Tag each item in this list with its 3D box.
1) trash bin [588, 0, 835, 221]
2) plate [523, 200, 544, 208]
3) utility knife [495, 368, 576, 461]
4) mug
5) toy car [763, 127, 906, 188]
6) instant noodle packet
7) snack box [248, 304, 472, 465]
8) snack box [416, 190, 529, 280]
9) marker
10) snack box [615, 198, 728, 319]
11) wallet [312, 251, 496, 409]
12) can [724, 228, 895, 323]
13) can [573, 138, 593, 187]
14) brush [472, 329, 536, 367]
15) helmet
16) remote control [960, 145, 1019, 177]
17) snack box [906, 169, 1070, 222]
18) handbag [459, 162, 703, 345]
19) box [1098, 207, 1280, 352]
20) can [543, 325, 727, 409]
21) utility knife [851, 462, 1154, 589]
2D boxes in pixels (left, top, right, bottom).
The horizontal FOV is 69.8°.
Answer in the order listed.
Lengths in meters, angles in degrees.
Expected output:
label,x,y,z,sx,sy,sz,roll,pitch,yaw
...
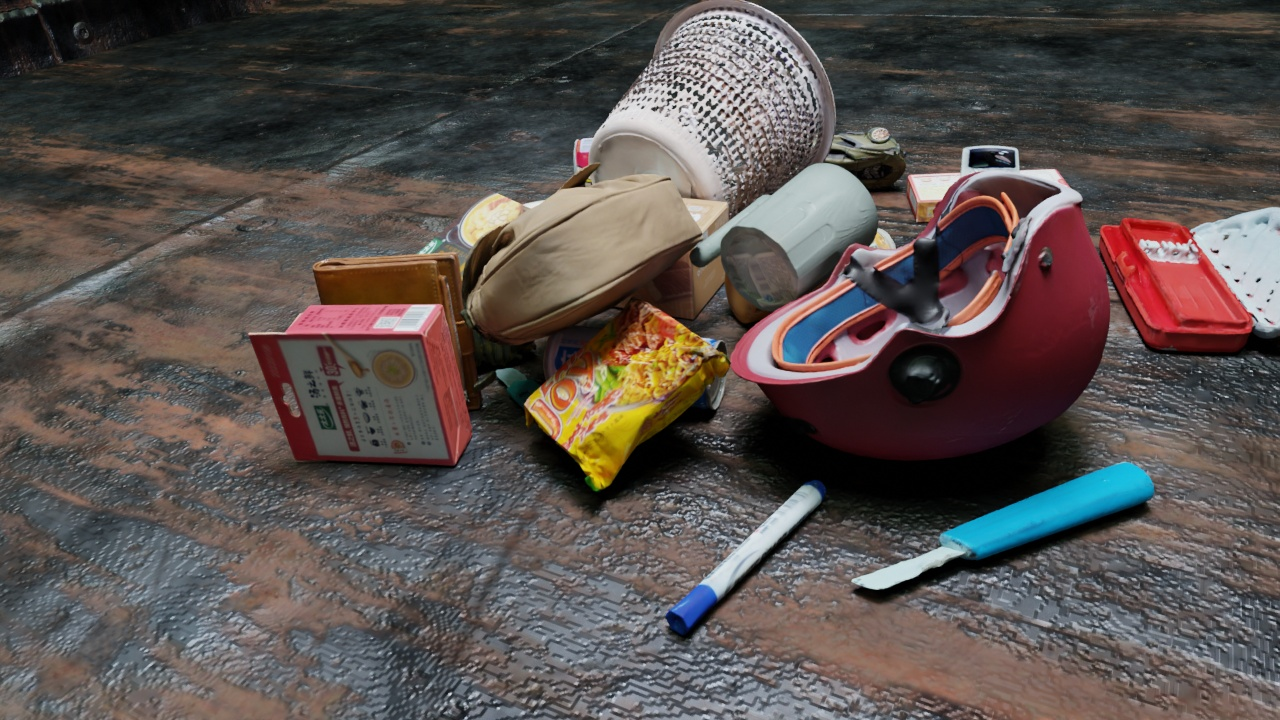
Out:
label,x,y,z,sx,sy,sz,roll,pitch,yaw
trash bin,0.059,-0.225,0.948,0.228,0.228,0.191,17,50,32
plate,-0.098,-0.134,0.969,0.163,0.034,0.164,-20,35,-23
utility knife,-0.067,0.042,0.693,0.029,0.013,0.178,-26,36,-24
mug,0.112,-0.100,0.746,0.103,0.084,0.124,-39,32,-29
toy car,0.216,-0.222,1.030,0.158,0.070,0.042,3,57,11
instant noodle packet,-0.016,0.019,0.636,0.128,0.044,0.111,-44,42,-6
snack box,-0.195,0.018,0.656,0.127,0.113,0.044,1,33,10
snack box,-0.151,-0.100,0.879,0.126,0.053,0.113,28,64,35
marker,0.067,0.114,0.550,0.017,0.017,0.145,21,40,37
snack box,0.023,-0.098,0.848,0.094,0.077,0.092,10,35,23
wallet,-0.174,-0.015,0.691,0.119,0.131,0.035,-4,27,-1
can,0.150,-0.076,0.809,0.146,0.058,0.058,-14,32,-14
can,-0.028,-0.230,1.084,0.094,0.067,0.066,-2,31,5
brush,-0.162,-0.023,0.769,0.145,0.063,0.073,-19,38,-18
helmet,0.196,-0.009,0.611,0.240,0.144,0.206,-32,15,12
remote control,0.358,-0.187,0.941,0.058,0.021,0.149,5,35,17
snack box,0.366,-0.175,0.969,0.156,0.027,0.076,0,32,8
handbag,-0.044,-0.085,0.701,0.148,0.100,0.204,-27,3,27
box,0.482,-0.073,0.764,0.161,0.050,0.200,-5,30,17
can,-0.004,0.004,0.706,0.135,0.053,0.053,6,33,19
utility knife,0.219,0.100,0.547,0.208,0.018,0.034,-15,21,-15
